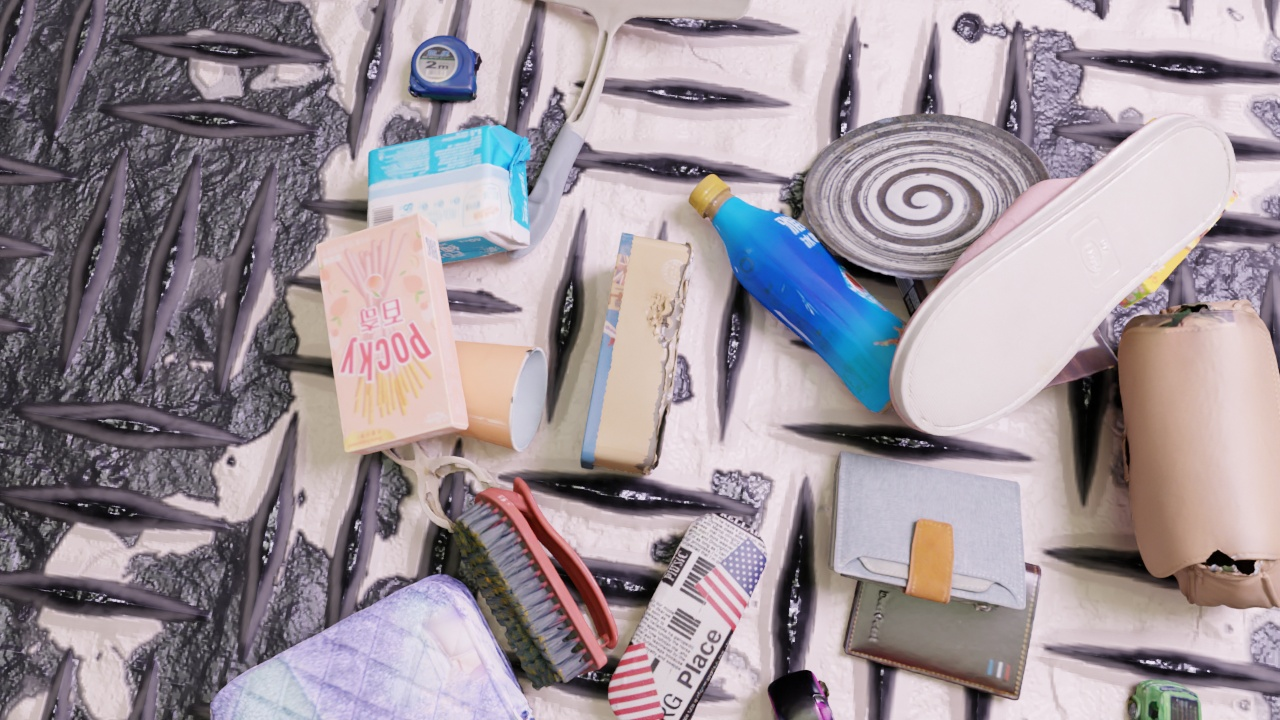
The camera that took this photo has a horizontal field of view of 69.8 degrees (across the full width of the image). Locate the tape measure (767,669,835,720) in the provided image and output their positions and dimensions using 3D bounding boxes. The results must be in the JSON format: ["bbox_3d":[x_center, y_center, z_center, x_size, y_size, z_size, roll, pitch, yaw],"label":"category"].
[{"bbox_3d":[0.114,0.241,0.624,0.039,0.057,0.058,-23,93,1],"label":"tape measure"}]

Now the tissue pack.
[{"bbox_3d":[-0.150,-0.123,0.709,0.140,0.063,0.090,-7,77,20],"label":"tissue pack"}]

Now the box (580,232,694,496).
[{"bbox_3d":[-0.004,0.004,0.669,0.059,0.090,0.184,12,77,0],"label":"box"}]

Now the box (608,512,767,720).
[{"bbox_3d":[0.034,0.188,0.653,0.071,0.057,0.164,32,82,-7],"label":"box"}]

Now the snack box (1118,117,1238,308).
[{"bbox_3d":[0.368,-0.111,0.676,0.140,0.034,0.087,-39,81,-23],"label":"snack box"}]

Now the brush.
[{"bbox_3d":[-0.074,0.154,0.650,0.069,0.063,0.146,-27,83,-39],"label":"brush"}]

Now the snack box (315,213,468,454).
[{"bbox_3d":[-0.177,-0.019,0.649,0.084,0.026,0.157,-15,77,12],"label":"snack box"}]

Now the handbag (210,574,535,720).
[{"bbox_3d":[-0.183,0.243,0.635,0.194,0.075,0.134,-27,81,-1],"label":"handbag"}]

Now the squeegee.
[{"bbox_3d":[-0.054,-0.192,0.742,0.247,0.039,0.246,17,85,26],"label":"squeegee"}]

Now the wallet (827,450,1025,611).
[{"bbox_3d":[0.200,0.117,0.640,0.130,0.037,0.106,10,51,5],"label":"wallet"}]

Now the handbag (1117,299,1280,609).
[{"bbox_3d":[0.370,0.059,0.607,0.100,0.147,0.204,-7,73,32],"label":"handbag"}]

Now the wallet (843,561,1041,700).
[{"bbox_3d":[0.214,0.177,0.653,0.122,0.020,0.096,14,79,9],"label":"wallet"}]

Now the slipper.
[{"bbox_3d":[0.271,-0.058,0.608,0.274,0.054,0.114,-43,111,2],"label":"slipper"}]

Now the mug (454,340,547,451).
[{"bbox_3d":[-0.139,0.018,0.684,0.123,0.078,0.078,11,78,11],"label":"mug"}]

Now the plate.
[{"bbox_3d":[0.212,-0.123,0.692,0.179,0.024,0.179,-6,53,8],"label":"plate"}]

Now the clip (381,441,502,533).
[{"bbox_3d":[-0.145,0.079,0.690,0.092,0.035,0.103,-31,70,1],"label":"clip"}]

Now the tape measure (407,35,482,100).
[{"bbox_3d":[-0.163,-0.242,0.766,0.058,0.025,0.054,3,76,0],"label":"tape measure"}]

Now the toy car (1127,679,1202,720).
[{"bbox_3d":[0.354,0.263,0.616,0.043,0.036,0.091,7,82,4],"label":"toy car"}]

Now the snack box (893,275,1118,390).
[{"bbox_3d":[0.266,-0.033,0.677,0.113,0.053,0.125,-17,77,-1],"label":"snack box"}]

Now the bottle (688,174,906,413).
[{"bbox_3d":[0.121,-0.057,0.685,0.065,0.065,0.218,-43,79,-6],"label":"bottle"}]
